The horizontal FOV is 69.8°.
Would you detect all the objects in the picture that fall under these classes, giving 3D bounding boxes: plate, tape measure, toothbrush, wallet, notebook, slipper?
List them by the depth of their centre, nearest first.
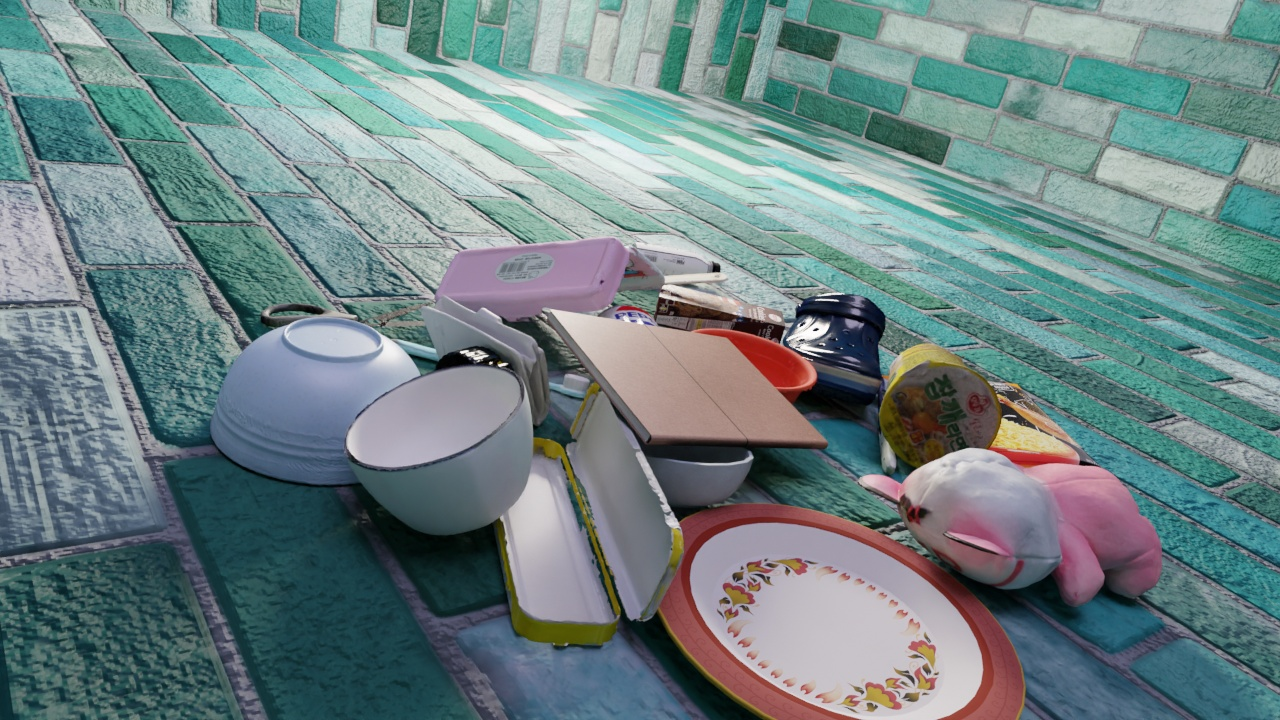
[{"bbox_3d":[0.115,0.160,0.563,0.230,0.021,0.229,11,23,-5],"label":"plate"},{"bbox_3d":[-0.128,0.021,0.692,0.063,0.067,0.038,28,29,29],"label":"tape measure"},{"bbox_3d":[0.041,0.018,0.705,0.208,0.008,0.141,7,33,-46],"label":"notebook"},{"bbox_3d":[-0.121,-0.003,0.738,0.116,0.086,0.032,27,51,26],"label":"wallet"},{"bbox_3d":[-0.132,0.004,0.798,0.180,0.016,0.016,13,15,2],"label":"toothbrush"},{"bbox_3d":[0.233,0.058,0.866,0.017,0.016,0.188,19,27,3],"label":"toothbrush"},{"bbox_3d":[0.207,-0.031,0.976,0.105,0.095,0.252,19,19,6],"label":"slipper"}]

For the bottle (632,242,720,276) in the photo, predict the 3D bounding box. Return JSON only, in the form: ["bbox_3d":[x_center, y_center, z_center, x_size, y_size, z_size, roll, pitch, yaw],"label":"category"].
[{"bbox_3d":[0.044,-0.120,1.158,0.116,0.041,0.041,8,23,-14],"label":"bottle"}]

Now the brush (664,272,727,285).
[{"bbox_3d":[-0.010,-0.086,1.019,0.217,0.012,0.033,-5,28,-6],"label":"brush"}]

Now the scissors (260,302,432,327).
[{"bbox_3d":[-0.252,-0.029,0.800,0.157,0.013,0.168,12,26,4],"label":"scissors"}]

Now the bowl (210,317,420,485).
[{"bbox_3d":[-0.218,0.016,0.644,0.150,0.075,0.150,12,22,-5],"label":"bowl"}]

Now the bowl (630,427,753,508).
[{"bbox_3d":[0.026,0.079,0.661,0.106,0.039,0.106,7,8,-1],"label":"bowl"}]

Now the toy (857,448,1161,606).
[{"bbox_3d":[0.279,0.116,0.680,0.213,0.084,0.142,7,23,-23],"label":"toy"}]

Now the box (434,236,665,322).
[{"bbox_3d":[-0.087,-0.066,0.891,0.202,0.103,0.100,-1,57,31],"label":"box"}]

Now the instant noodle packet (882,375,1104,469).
[{"bbox_3d":[0.337,0.065,0.892,0.160,0.032,0.220,4,23,-6],"label":"instant noodle packet"}]

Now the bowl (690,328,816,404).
[{"bbox_3d":[0.096,0.016,0.859,0.130,0.045,0.130,12,22,-5],"label":"bowl"}]

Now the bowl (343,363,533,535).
[{"bbox_3d":[-0.119,0.058,0.575,0.116,0.066,0.116,-11,29,6],"label":"bowl"}]

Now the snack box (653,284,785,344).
[{"bbox_3d":[0.087,-0.049,1.024,0.141,0.032,0.051,13,23,-1],"label":"snack box"}]

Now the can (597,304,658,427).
[{"bbox_3d":[-0.005,0.005,0.797,0.070,0.070,0.132,6,24,-17],"label":"can"}]

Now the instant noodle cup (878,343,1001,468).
[{"bbox_3d":[0.262,0.032,0.824,0.102,0.102,0.108,16,20,5],"label":"instant noodle cup"}]

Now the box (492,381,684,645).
[{"bbox_3d":[-0.045,0.082,0.583,0.084,0.080,0.210,10,22,-20],"label":"box"}]
